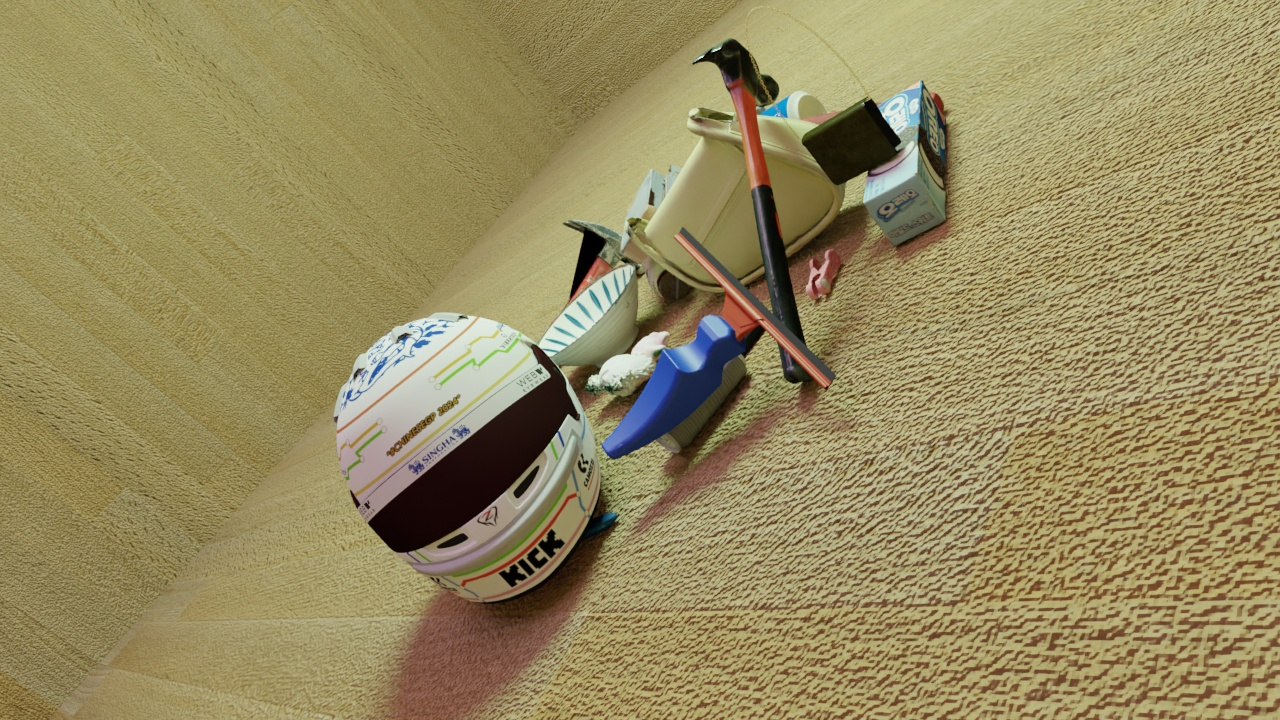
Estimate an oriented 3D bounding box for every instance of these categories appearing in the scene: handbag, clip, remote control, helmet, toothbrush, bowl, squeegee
[{"bbox_3d":[0.105,-0.172,0.995,0.234,0.191,0.088,-53,10,48],"label":"handbag"},{"bbox_3d":[0.178,-0.083,0.875,0.037,0.022,0.058,-24,32,41],"label":"clip"},{"bbox_3d":[0.078,0.008,0.899,0.124,0.010,0.039,-49,19,-16],"label":"remote control"},{"bbox_3d":[0.157,-0.245,0.830,0.084,0.178,0.027,-24,27,45],"label":"handbag"},{"bbox_3d":[-0.176,0.072,0.891,0.231,0.236,0.314,-39,16,-1],"label":"helmet"},{"bbox_3d":[-0.072,0.171,0.849,0.133,0.016,0.021,-35,17,26],"label":"toothbrush"},{"bbox_3d":[-0.052,-0.041,1.187,0.177,0.071,0.177,-38,19,16],"label":"bowl"},{"bbox_3d":[0.037,0.016,0.785,0.185,0.055,0.249,-46,43,8],"label":"squeegee"}]

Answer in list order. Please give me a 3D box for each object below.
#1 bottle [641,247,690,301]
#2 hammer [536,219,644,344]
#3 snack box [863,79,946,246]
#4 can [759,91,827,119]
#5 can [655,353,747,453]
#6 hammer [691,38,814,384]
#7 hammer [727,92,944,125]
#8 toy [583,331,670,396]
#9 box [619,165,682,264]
[{"bbox_3d":[0.034,-0.117,1.195,0.056,0.056,0.162,-41,18,9],"label":"bottle"},{"bbox_3d":[-0.121,-0.058,1.326,0.325,0.140,0.036,-58,21,-16],"label":"hammer"},{"bbox_3d":[0.259,-0.196,0.888,0.060,0.059,0.225,-28,23,34],"label":"snack box"},{"bbox_3d":[0.182,-0.302,1.251,0.146,0.079,0.078,-21,29,51],"label":"can"},{"bbox_3d":[0.053,0.033,0.844,0.106,0.044,0.044,-50,19,-18],"label":"can"},{"bbox_3d":[0.110,-0.136,0.804,0.033,0.133,0.332,-19,68,28],"label":"hammer"},{"bbox_3d":[0.213,-0.278,1.100,0.316,0.036,0.126,0,65,47],"label":"hammer"},{"bbox_3d":[-0.006,0.006,1.039,0.108,0.041,0.096,-43,18,-19],"label":"toy"},{"bbox_3d":[0.038,-0.185,1.189,0.105,0.096,0.216,-52,13,21],"label":"box"}]
